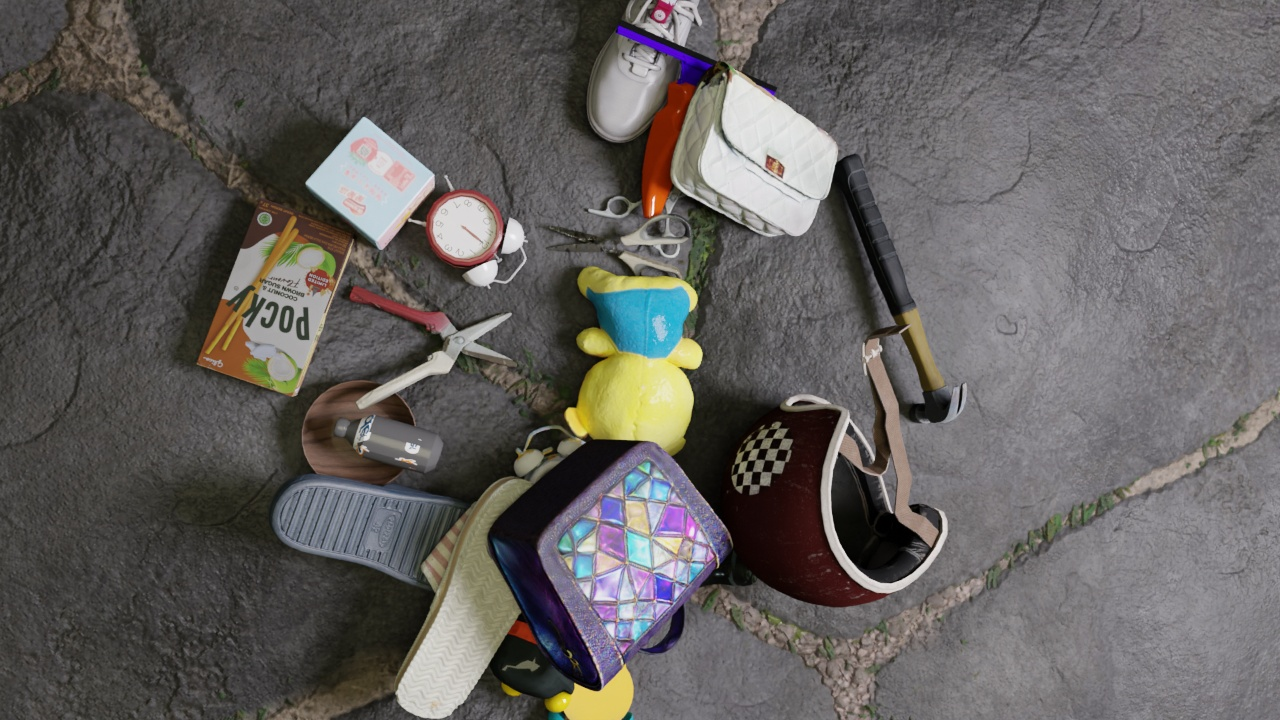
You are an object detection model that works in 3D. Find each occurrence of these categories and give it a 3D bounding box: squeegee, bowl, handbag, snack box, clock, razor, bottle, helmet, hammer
[{"bbox_3d":[0.036,-0.248,1.023,0.249,0.055,0.185,5,107,-43],"label":"squeegee"},{"bbox_3d":[-0.304,0.080,0.999,0.119,0.032,0.119,0,91,-11],"label":"bowl"},{"bbox_3d":[-0.024,0.212,0.951,0.204,0.126,0.222,-40,109,-29],"label":"handbag"},{"bbox_3d":[-0.386,-0.066,0.980,0.101,0.032,0.186,20,88,-11],"label":"snack box"},{"bbox_3d":[-0.184,-0.137,1.010,0.124,0.044,0.087,39,84,-8],"label":"clock"},{"bbox_3d":[0.068,0.241,1.057,0.140,0.064,0.053,-6,91,-11],"label":"razor"},{"bbox_3d":[-0.093,0.135,1.033,0.088,0.052,0.125,-17,91,-9],"label":"clock"},{"bbox_3d":[-0.265,0.085,0.965,0.112,0.047,0.047,17,88,-11],"label":"bottle"},{"bbox_3d":[-0.054,0.391,1.051,0.099,0.044,0.129,9,83,-11],"label":"clock"},{"bbox_3d":[0.133,-0.225,1.017,0.194,0.072,0.139,19,87,-38],"label":"handbag"},{"bbox_3d":[0.206,0.139,0.984,0.233,0.254,0.233,44,60,-21],"label":"helmet"},{"bbox_3d":[0.300,-0.082,1.079,0.025,0.118,0.333,-21,90,-12],"label":"hammer"},{"bbox_3d":[-0.283,-0.185,0.972,0.093,0.079,0.094,39,82,-9],"label":"snack box"}]

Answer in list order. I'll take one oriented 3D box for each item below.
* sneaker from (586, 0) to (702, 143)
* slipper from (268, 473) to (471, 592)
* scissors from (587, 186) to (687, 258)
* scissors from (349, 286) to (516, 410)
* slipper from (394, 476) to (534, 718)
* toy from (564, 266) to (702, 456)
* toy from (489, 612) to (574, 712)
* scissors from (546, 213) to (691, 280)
[{"bbox_3d":[0.017,-0.366,1.000,0.096,0.129,0.263,21,91,-7],"label":"sneaker"},{"bbox_3d":[-0.267,0.174,0.978,0.263,0.083,0.101,24,87,-35],"label":"slipper"},{"bbox_3d":[0.022,-0.190,1.064,0.165,0.014,0.141,8,84,-7],"label":"scissors"},{"bbox_3d":[-0.239,-0.011,1.001,0.199,0.015,0.179,28,65,-4],"label":"scissors"},{"bbox_3d":[-0.180,0.244,0.969,0.115,0.052,0.262,30,82,-30],"label":"slipper"},{"bbox_3d":[-0.006,0.006,1.028,0.149,0.084,0.214,6,92,-2],"label":"toy"},{"bbox_3d":[-0.111,0.310,1.014,0.119,0.098,0.100,-65,146,-27],"label":"toy"},{"bbox_3d":[-0.018,-0.122,1.047,0.163,0.012,0.153,-25,116,13],"label":"scissors"}]
